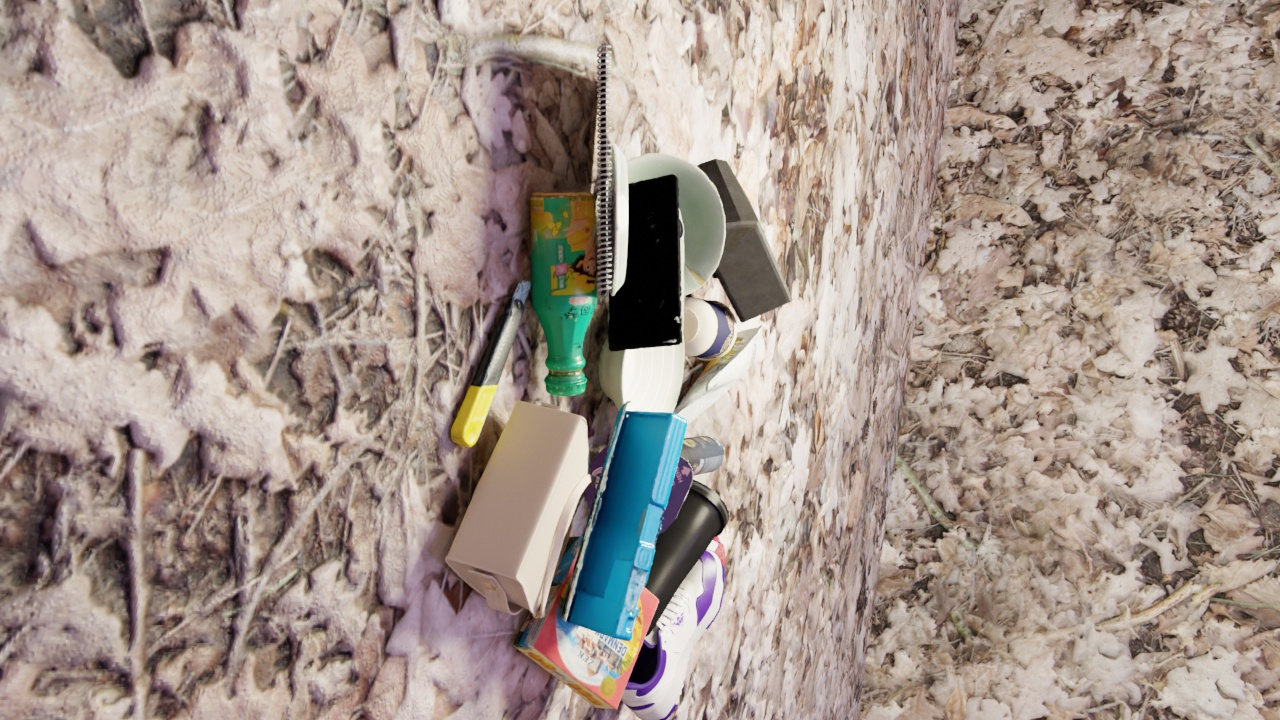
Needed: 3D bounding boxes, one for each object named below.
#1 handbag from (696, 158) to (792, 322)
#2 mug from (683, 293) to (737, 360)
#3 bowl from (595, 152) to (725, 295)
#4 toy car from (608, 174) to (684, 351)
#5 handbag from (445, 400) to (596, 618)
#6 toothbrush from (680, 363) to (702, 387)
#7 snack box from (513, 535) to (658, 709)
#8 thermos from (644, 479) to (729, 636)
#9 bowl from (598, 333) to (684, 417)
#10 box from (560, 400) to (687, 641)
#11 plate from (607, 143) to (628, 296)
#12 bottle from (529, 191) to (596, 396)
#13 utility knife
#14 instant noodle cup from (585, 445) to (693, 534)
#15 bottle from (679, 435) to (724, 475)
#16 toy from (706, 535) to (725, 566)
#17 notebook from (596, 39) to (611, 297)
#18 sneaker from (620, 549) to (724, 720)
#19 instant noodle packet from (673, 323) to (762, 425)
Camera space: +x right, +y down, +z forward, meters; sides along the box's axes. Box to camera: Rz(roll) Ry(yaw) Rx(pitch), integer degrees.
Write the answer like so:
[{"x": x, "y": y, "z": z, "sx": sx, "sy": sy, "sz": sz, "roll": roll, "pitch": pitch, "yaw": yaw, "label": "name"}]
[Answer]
[{"x": 0.109, "y": -0.184, "z": 1.258, "sx": 0.197, "sy": 0.102, "sz": 0.199, "roll": 54, "pitch": 16, "yaw": -51, "label": "handbag"}, {"x": 0.071, "y": -0.056, "z": 1.268, "sx": 0.089, "sy": 0.086, "sz": 0.111, "roll": 5, "pitch": 56, "yaw": -62, "label": "mug"}, {"x": 0.014, "y": -0.160, "z": 1.117, "sx": 0.174, "sy": 0.068, "sz": 0.174, "roll": -2, "pitch": 95, "yaw": -22, "label": "bowl"}, {"x": 0.018, "y": -0.104, "z": 1.040, "sx": 0.071, "sy": 0.094, "sz": 0.191, "roll": 12, "pitch": 74, "yaw": -58, "label": "toy car"}, {"x": -0.105, "y": 0.168, "z": 0.946, "sx": 0.198, "sy": 0.101, "sz": 0.194, "roll": 77, "pitch": 29, "yaw": -57, "label": "handbag"}, {"x": 0.050, "y": 0.033, "z": 1.300, "sx": 0.187, "sy": 0.018, "sz": 0.019, "roll": -32, "pitch": 126, "yaw": -58, "label": "toothbrush"}, {"x": -0.058, "y": 0.300, "z": 1.054, "sx": 0.142, "sy": 0.040, "sz": 0.144, "roll": 47, "pitch": 50, "yaw": -27, "label": "snack box"}, {"x": 0.031, "y": 0.261, "z": 1.227, "sx": 0.217, "sy": 0.106, "sz": 0.106, "roll": -53, "pitch": 140, "yaw": -39, "label": "thermos"}, {"x": -0.007, "y": 0.007, "z": 1.134, "sx": 0.176, "sy": 0.058, "sz": 0.177, "roll": -23, "pitch": 116, "yaw": -61, "label": "bowl"}, {"x": -0.034, "y": 0.166, "z": 0.988, "sx": 0.085, "sy": 0.092, "sz": 0.243, "roll": 26, "pitch": 73, "yaw": -38, "label": "box"}, {"x": -0.024, "y": -0.146, "z": 0.958, "sx": 0.157, "sy": 0.014, "sz": 0.157, "roll": 178, "pitch": -88, "yaw": -85, "label": "plate"}, {"x": -0.079, "y": -0.069, "z": 0.957, "sx": 0.068, "sy": 0.068, "sz": 0.210, "roll": -22, "pitch": 115, "yaw": -61, "label": "bottle"}, {"x": -0.142, "y": -0.003, "z": 0.899, "sx": 0.029, "sy": 0.020, "sz": 0.187, "roll": 56, "pitch": 47, "yaw": -55, "label": "utility knife"}, {"x": 0.015, "y": 0.153, "z": 1.147, "sx": 0.122, "sy": 0.137, "sz": 0.121, "roll": 70, "pitch": 15, "yaw": 8, "label": "instant noodle cup"}, {"x": 0.071, "y": 0.139, "z": 1.324, "sx": 0.160, "sy": 0.056, "sz": 0.056, "roll": 3, "pitch": 92, "yaw": -64, "label": "bottle"}, {"x": 0.096, "y": 0.281, "z": 1.406, "sx": 0.092, "sy": 0.062, "sz": 0.133, "roll": 12, "pitch": 73, "yaw": -71, "label": "toy"}, {"x": -0.039, "y": -0.190, "z": 0.968, "sx": 0.178, "sy": 0.013, "sz": 0.245, "roll": -127, "pitch": -143, "yaw": -86, "label": "notebook"}, {"x": 0.028, "y": 0.356, "z": 1.244, "sx": 0.111, "sy": 0.092, "sz": 0.243, "roll": 45, "pitch": 60, "yaw": -43, "label": "sneaker"}, {"x": 0.099, "y": 0.034, "z": 1.329, "sx": 0.147, "sy": 0.057, "sz": 0.268, "roll": -56, "pitch": 171, "yaw": 33, "label": "instant noodle packet"}]
